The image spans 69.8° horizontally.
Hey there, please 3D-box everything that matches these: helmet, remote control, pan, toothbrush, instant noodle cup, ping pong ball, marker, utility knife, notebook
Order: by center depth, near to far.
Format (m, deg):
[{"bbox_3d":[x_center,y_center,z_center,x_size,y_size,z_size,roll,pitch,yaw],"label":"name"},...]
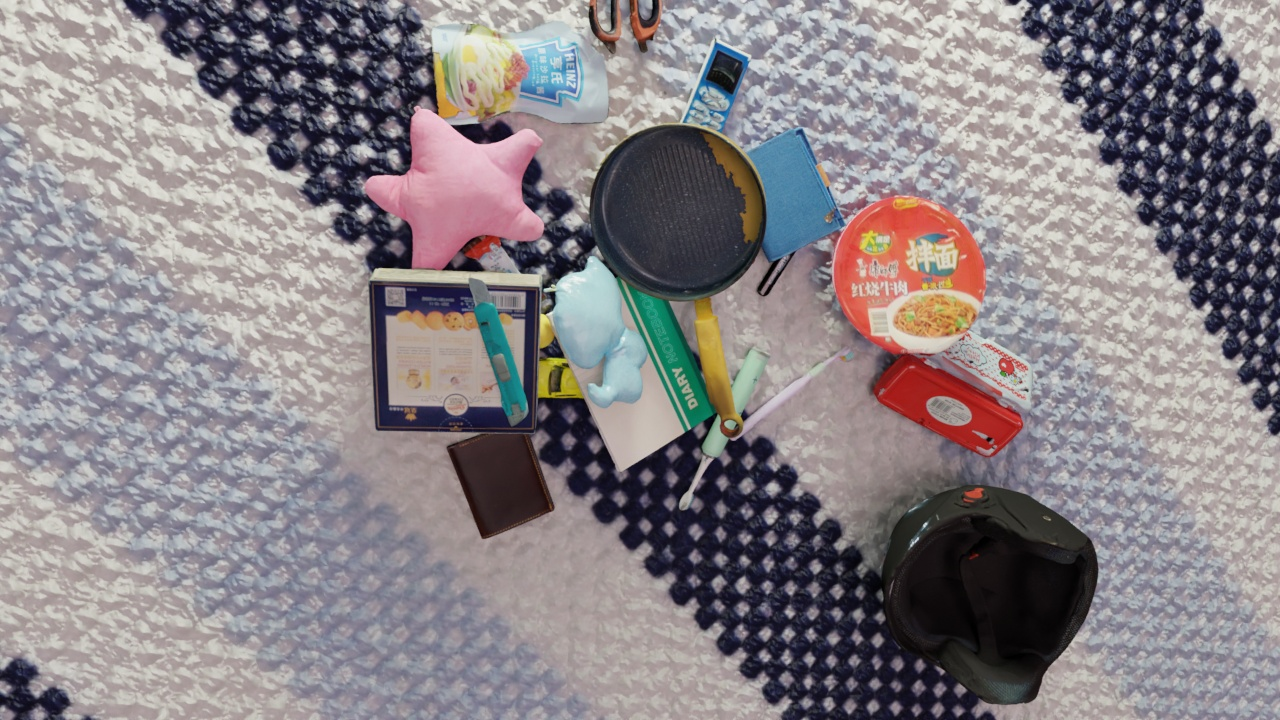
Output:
[{"bbox_3d":[-0.153,-0.007,0.986,0.029,0.013,0.180,-15,115,0],"label":"utility knife"},{"bbox_3d":[0.062,-0.085,1.026,0.198,0.078,0.357,-12,109,19],"label":"pan"},{"bbox_3d":[-0.118,-0.034,1.058,0.040,0.040,0.040,-2,100,-13],"label":"ping pong ball"},{"bbox_3d":[0.083,-0.305,1.062,0.049,0.024,0.125,21,94,-16],"label":"remote control"},{"bbox_3d":[-0.006,0.006,1.089,0.150,0.012,0.209,-30,105,-21],"label":"notebook"},{"bbox_3d":[0.315,-0.098,1.116,0.193,0.066,0.193,1,83,-9],"label":"instant noodle cup"},{"bbox_3d":[0.180,-0.132,1.120,0.018,0.015,0.124,31,92,-11],"label":"marker"},{"bbox_3d":[0.101,0.086,1.137,0.027,0.026,0.224,21,96,-59],"label":"toothbrush"},{"bbox_3d":[0.417,0.268,1.139,0.274,0.230,0.234,9,105,-6],"label":"helmet"},{"bbox_3d":[0.188,0.043,1.153,0.189,0.029,0.021,-36,65,-3],"label":"toothbrush"}]

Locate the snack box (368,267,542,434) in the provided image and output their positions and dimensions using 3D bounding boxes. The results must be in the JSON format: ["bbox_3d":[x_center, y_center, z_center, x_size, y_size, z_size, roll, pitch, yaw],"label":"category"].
[{"bbox_3d":[-0.202,-0.008,1.013,0.178,0.045,0.183,2,114,-7],"label":"snack box"}]

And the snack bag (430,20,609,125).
[{"bbox_3d":[-0.130,-0.315,1.007,0.191,0.039,0.110,-5,90,-13],"label":"snack bag"}]

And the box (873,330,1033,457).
[{"bbox_3d":[0.411,0.029,1.178,0.201,0.073,0.154,26,90,-16],"label":"box"}]

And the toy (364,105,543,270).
[{"bbox_3d":[-0.193,-0.193,0.990,0.194,0.074,0.178,-24,107,-2],"label":"toy"}]

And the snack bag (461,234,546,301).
[{"bbox_3d":[-0.155,-0.098,1.045,0.048,0.026,0.104,-38,106,2],"label":"snack bag"}]

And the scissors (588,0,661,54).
[{"bbox_3d":[-0.001,-0.453,1.016,0.206,0.015,0.192,-48,117,-15],"label":"scissors"}]

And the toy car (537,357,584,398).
[{"bbox_3d":[-0.093,0.022,1.079,0.105,0.032,0.048,2,100,-11],"label":"toy car"}]

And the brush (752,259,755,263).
[{"bbox_3d":[0.091,-0.165,1.075,0.069,0.063,0.146,-37,109,-35],"label":"brush"}]

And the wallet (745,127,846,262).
[{"bbox_3d":[0.172,-0.197,1.090,0.106,0.040,0.133,-27,99,3],"label":"wallet"}]

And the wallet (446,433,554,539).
[{"bbox_3d":[-0.164,0.141,1.091,0.096,0.020,0.122,-21,103,-13],"label":"wallet"}]

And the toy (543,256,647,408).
[{"bbox_3d":[-0.047,-0.032,1.029,0.156,0.050,0.161,26,67,-39],"label":"toy"}]
